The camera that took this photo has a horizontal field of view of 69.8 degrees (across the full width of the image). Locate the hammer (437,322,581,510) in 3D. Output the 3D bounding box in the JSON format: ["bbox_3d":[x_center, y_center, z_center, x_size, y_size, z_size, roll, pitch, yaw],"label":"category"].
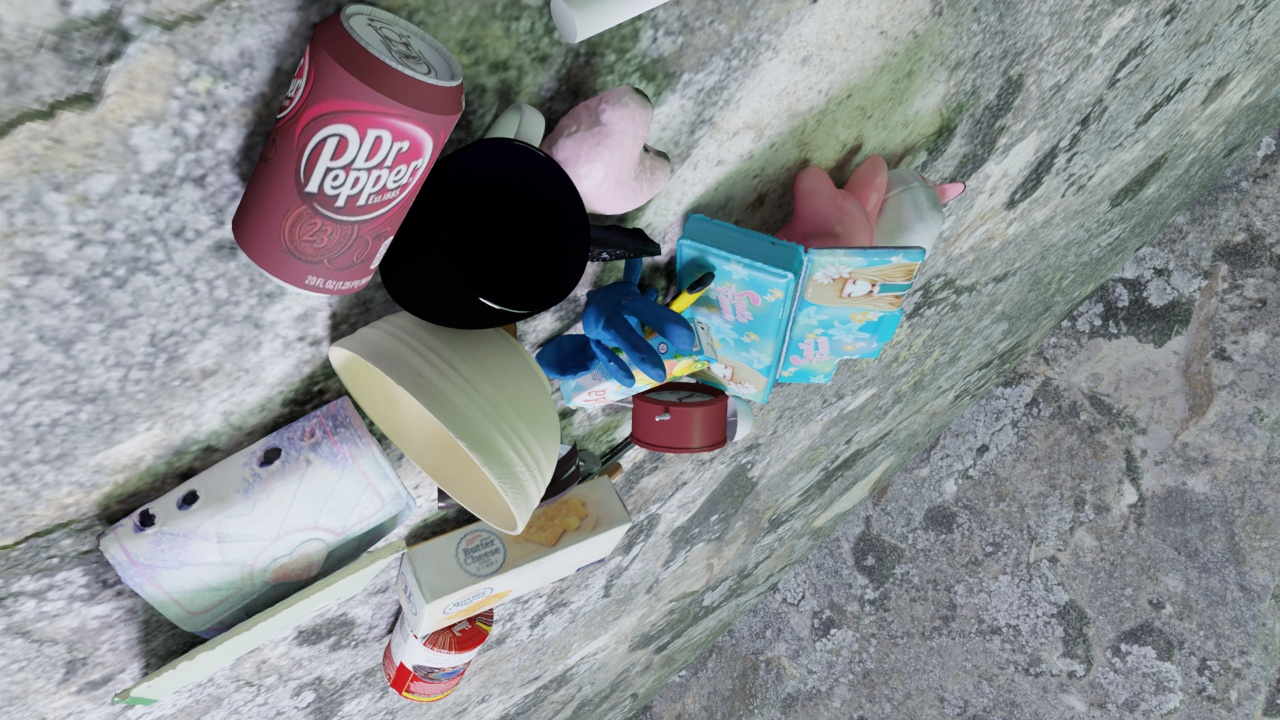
[{"bbox_3d":[-0.098,0.023,0.647,0.115,0.033,0.324,-5,144,-9],"label":"hammer"}]

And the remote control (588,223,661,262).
[{"bbox_3d":[-0.031,-0.074,0.564,0.047,0.022,0.150,-4,-177,19],"label":"remote control"}]

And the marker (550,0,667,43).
[{"bbox_3d":[0.016,-0.196,0.456,0.133,0.023,0.027,-32,135,-20],"label":"marker"}]

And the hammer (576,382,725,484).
[{"bbox_3d":[-0.033,0.102,0.957,0.325,0.015,0.095,-38,158,-3],"label":"hammer"}]

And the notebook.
[{"bbox_3d":[-0.270,0.193,0.656,0.181,0.010,0.253,-26,173,-30],"label":"notebook"}]

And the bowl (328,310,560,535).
[{"bbox_3d":[-0.101,0.024,0.539,0.075,0.151,0.151,-46,161,-23],"label":"bowl"}]

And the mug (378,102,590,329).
[{"bbox_3d":[-0.083,-0.071,0.462,0.085,0.118,0.100,25,158,-32],"label":"mug"}]

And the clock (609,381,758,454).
[{"bbox_3d":[0.045,0.051,0.867,0.137,0.096,0.048,-8,105,-38],"label":"clock"}]

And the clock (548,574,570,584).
[{"bbox_3d":[-0.083,0.204,1.028,0.123,0.044,0.091,-43,157,6],"label":"clock"}]

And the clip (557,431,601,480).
[{"bbox_3d":[-0.101,0.109,0.845,0.107,0.028,0.163,-40,157,4],"label":"clip"}]

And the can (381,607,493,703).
[{"bbox_3d":[-0.204,0.278,0.920,0.086,0.086,0.117,-19,151,-41],"label":"can"}]

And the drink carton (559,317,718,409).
[{"bbox_3d":[-0.004,0.004,0.728,0.129,0.038,0.044,-21,165,21],"label":"drink carton"}]

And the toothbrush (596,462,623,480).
[{"bbox_3d":[-0.085,0.165,0.988,0.166,0.016,0.016,-38,153,-5],"label":"toothbrush"}]

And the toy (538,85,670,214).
[{"bbox_3d":[-0.032,-0.107,0.510,0.096,0.052,0.099,-23,162,5],"label":"toy"}]

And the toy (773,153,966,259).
[{"bbox_3d":[0.191,-0.111,0.814,0.212,0.084,0.142,-12,145,-44],"label":"toy"}]

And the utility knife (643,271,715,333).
[{"bbox_3d":[0.018,-0.031,0.733,0.030,0.017,0.163,-31,171,-29],"label":"utility knife"}]

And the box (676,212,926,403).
[{"bbox_3d":[0.118,-0.029,0.758,0.227,0.185,0.056,86,16,-63],"label":"box"}]

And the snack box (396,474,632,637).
[{"bbox_3d":[-0.119,0.182,0.863,0.207,0.057,0.104,-17,156,-27],"label":"snack box"}]

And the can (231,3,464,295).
[{"bbox_3d":[-0.124,-0.085,0.388,0.063,0.063,0.114,-7,141,-53],"label":"can"}]

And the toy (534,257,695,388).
[{"bbox_3d":[-0.018,-0.021,0.645,0.112,0.071,0.176,-46,-167,-5],"label":"toy"}]

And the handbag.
[{"bbox_3d":[-0.229,0.100,0.573,0.158,0.069,0.127,-30,155,-16],"label":"handbag"}]
